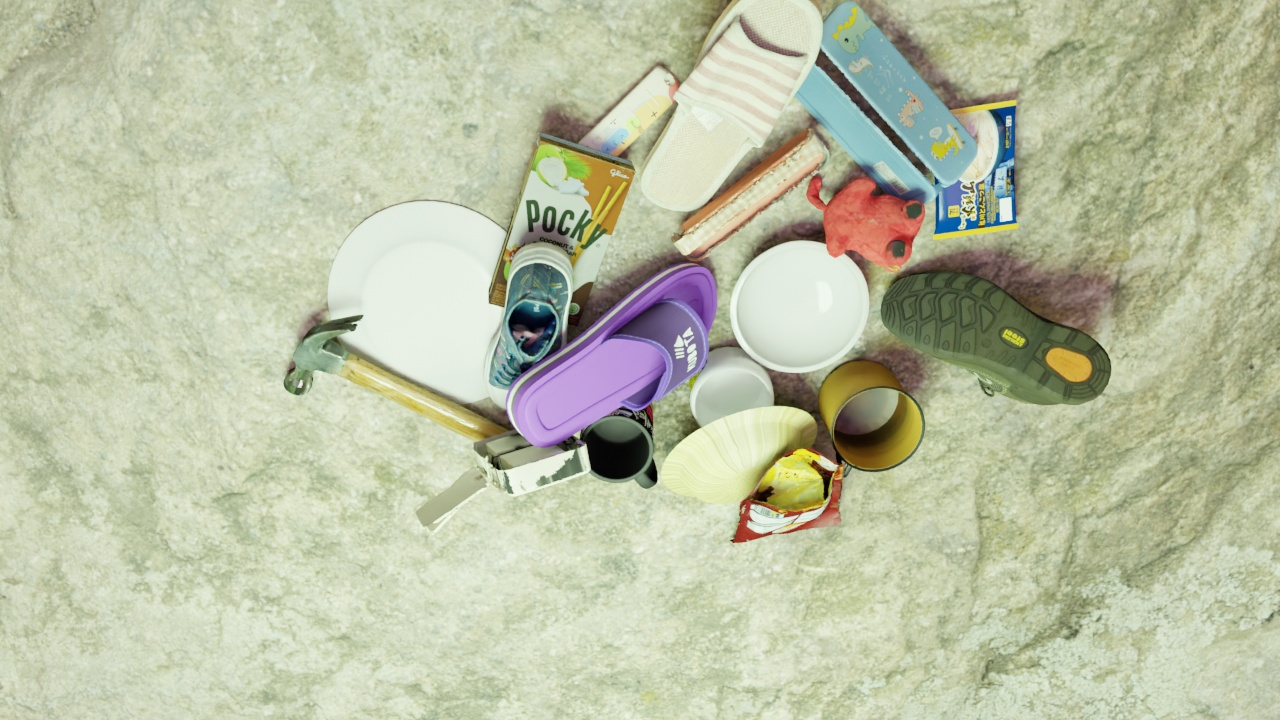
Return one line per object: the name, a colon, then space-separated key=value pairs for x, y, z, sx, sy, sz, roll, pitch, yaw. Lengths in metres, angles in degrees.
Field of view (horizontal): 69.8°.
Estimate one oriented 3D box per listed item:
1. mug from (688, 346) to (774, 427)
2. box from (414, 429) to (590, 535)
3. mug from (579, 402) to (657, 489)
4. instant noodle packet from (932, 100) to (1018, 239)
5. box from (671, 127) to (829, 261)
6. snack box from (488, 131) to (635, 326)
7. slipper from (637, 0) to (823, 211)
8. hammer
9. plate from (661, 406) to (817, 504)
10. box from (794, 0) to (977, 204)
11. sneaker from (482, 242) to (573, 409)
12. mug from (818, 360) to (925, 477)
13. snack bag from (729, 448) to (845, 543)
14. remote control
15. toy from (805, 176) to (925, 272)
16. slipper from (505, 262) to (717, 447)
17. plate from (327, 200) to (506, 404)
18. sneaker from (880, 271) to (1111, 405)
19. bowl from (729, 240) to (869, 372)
mug: x=0.097 y=0.045 z=1.037 sx=0.094 sy=0.068 sz=0.116 roll=24 pitch=110 yaw=-9
box: x=-0.153 y=0.124 z=0.978 sx=0.187 sy=0.144 sz=0.058 roll=-25 pitch=105 yaw=-16
mug: x=-0.016 y=0.093 z=1.041 sx=0.082 sy=0.098 sz=0.118 roll=-31 pitch=109 yaw=12
instant noodle packet: x=0.348 y=-0.197 z=0.958 sx=0.087 sy=0.026 sz=0.134 roll=-7 pitch=112 yaw=9
box: x=0.115 y=-0.168 z=0.959 sx=0.187 sy=0.056 sz=0.071 roll=-37 pitch=139 yaw=16
snack box: x=-0.086 y=-0.134 z=0.967 sx=0.101 sy=0.031 sz=0.186 roll=14 pitch=117 yaw=-17
slipper: x=0.079 y=-0.239 z=0.881 sx=0.115 sy=0.052 sz=0.264 roll=16 pitch=136 yaw=-21
hammer: x=-0.236 y=0.054 z=1.056 sx=0.330 sy=0.033 sz=0.132 roll=27 pitch=124 yaw=-14
plate: x=0.118 y=0.120 z=1.030 sx=0.184 sy=0.036 sz=0.185 roll=-12 pitch=145 yaw=-9
box: x=0.237 y=-0.253 z=0.923 sx=0.209 sy=0.073 sz=0.085 roll=43 pitch=82 yaw=-13
sneaker: x=-0.116 y=-0.013 z=0.972 sx=0.087 sy=0.079 sz=0.236 roll=9 pitch=137 yaw=-11
mug: x=0.249 y=0.069 z=1.030 sx=0.100 sy=0.094 sz=0.124 roll=21 pitch=109 yaw=-8
snack bag: x=0.170 y=0.173 z=1.044 sx=0.139 sy=0.066 sz=0.208 roll=-17 pitch=152 yaw=-1
remote control: x=-0.012 y=-0.248 z=0.947 sx=0.126 sy=0.018 sz=0.038 roll=-41 pitch=106 yaw=14
toy: x=0.230 y=-0.142 z=0.965 sx=0.133 sy=0.094 sz=0.088 roll=32 pitch=98 yaw=17
slipper: x=-0.006 y=0.005 z=0.949 sx=0.266 sy=0.084 sz=0.107 roll=-34 pitch=127 yaw=-19
plate: x=-0.231 y=-0.057 z=1.027 sx=0.242 sy=0.016 sz=0.243 roll=0 pitch=112 yaw=1
sneaker: x=0.384 y=-0.020 z=1.002 sx=0.238 sy=0.143 sz=0.101 roll=28 pitch=89 yaw=23
bowl: x=0.171 y=-0.063 z=1.005 sx=0.149 sy=0.043 sz=0.150 roll=0 pitch=112 yaw=0
